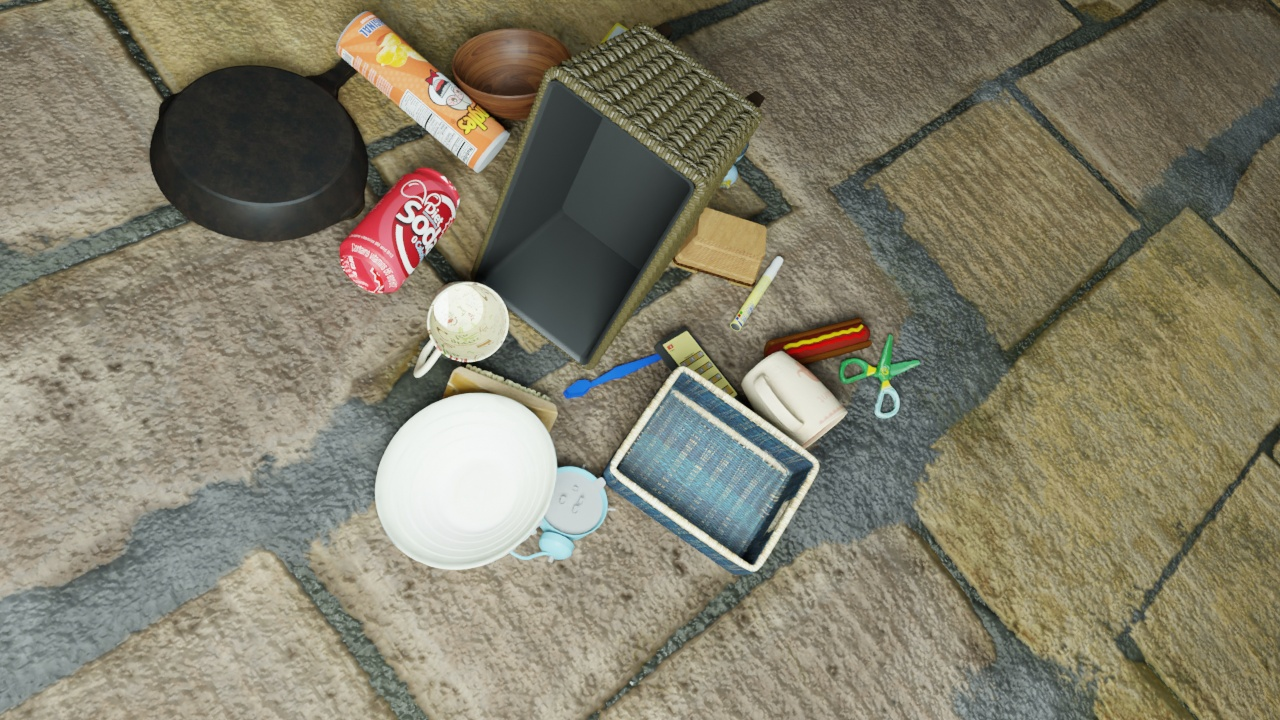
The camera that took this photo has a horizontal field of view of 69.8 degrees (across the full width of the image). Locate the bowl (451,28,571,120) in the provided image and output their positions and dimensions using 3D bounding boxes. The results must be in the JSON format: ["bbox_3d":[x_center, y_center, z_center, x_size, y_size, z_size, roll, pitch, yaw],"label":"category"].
[{"bbox_3d":[-0.157,-0.343,1.145,0.147,0.069,0.147,1,51,-1],"label":"bowl"}]

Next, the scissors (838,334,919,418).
[{"bbox_3d":[0.311,0.022,1.160,0.128,0.012,0.119,-13,70,-24],"label":"scissors"}]

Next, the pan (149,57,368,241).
[{"bbox_3d":[-0.394,-0.287,1.051,0.248,0.043,0.354,30,58,-3],"label":"pan"}]

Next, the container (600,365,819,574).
[{"bbox_3d":[0.072,0.118,0.973,0.187,0.071,0.145,35,71,1],"label":"container"}]

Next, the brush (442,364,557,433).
[{"bbox_3d":[-0.146,0.043,0.965,0.117,0.049,0.039,23,35,-6],"label":"brush"}]

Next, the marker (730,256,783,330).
[{"bbox_3d":[0.148,-0.086,1.158,0.014,0.014,0.132,35,57,1],"label":"marker"}]

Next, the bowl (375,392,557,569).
[{"bbox_3d":[-0.163,0.123,0.892,0.177,0.058,0.176,-3,62,6],"label":"bowl"}]

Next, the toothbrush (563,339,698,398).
[{"bbox_3d":[-0.006,0.006,1.054,0.186,0.011,0.016,-22,73,-28],"label":"toothbrush"}]

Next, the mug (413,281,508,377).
[{"bbox_3d":[-0.197,-0.031,0.959,0.081,0.097,0.122,36,90,-21],"label":"mug"}]

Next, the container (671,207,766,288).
[{"bbox_3d":[0.103,-0.143,1.143,0.114,0.061,0.063,15,59,-12],"label":"container"}]

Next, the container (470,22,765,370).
[{"bbox_3d":[-0.020,-0.180,0.976,0.176,0.322,0.204,38,51,2],"label":"container"}]

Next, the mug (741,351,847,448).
[{"bbox_3d":[0.165,0.046,1.043,0.104,0.085,0.111,52,19,16],"label":"mug"}]

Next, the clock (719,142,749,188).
[{"bbox_3d":[0.093,-0.279,1.218,0.088,0.052,0.124,21,59,-10],"label":"clock"}]

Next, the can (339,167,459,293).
[{"bbox_3d":[-0.262,-0.142,1.003,0.074,0.075,0.142,31,57,-2],"label":"can"}]

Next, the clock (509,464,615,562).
[{"bbox_3d":[-0.087,0.156,0.928,0.123,0.042,0.087,-29,76,-31],"label":"clock"}]

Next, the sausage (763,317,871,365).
[{"bbox_3d":[0.221,-0.020,1.134,0.155,0.040,0.040,-14,69,-25],"label":"sausage"}]

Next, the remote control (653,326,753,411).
[{"bbox_3d":[0.074,0.024,1.060,0.133,0.013,0.058,51,42,6],"label":"remote control"}]

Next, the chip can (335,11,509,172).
[{"bbox_3d":[-0.256,-0.316,1.085,0.210,0.062,0.062,40,57,-8],"label":"chip can"}]

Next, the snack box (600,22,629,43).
[{"bbox_3d":[-0.040,-0.358,1.218,0.092,0.042,0.200,30,58,-3],"label":"snack box"}]
